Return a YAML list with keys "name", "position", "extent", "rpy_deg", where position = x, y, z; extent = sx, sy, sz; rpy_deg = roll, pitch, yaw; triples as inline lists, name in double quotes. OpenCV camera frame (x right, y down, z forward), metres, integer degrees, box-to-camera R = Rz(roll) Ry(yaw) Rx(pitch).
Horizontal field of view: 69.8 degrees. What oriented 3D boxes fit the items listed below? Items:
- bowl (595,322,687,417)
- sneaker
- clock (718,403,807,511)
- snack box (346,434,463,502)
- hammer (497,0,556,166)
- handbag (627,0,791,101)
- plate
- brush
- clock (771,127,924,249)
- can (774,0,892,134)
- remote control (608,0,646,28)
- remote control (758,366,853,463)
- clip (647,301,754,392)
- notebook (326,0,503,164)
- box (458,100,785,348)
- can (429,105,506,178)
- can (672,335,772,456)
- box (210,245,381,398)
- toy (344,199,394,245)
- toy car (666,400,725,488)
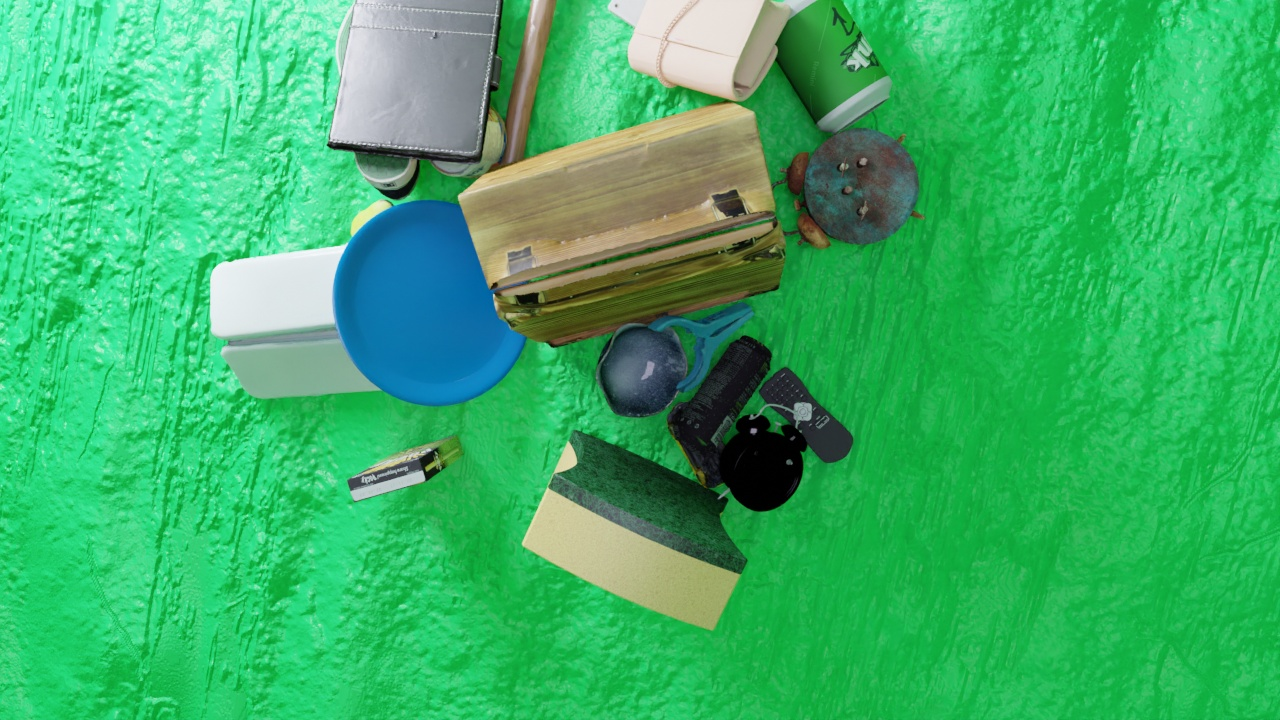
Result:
- name: "bowl"
  position: [-0.006, 0.006, 1.021]
  extent: [0.110, 0.055, 0.110]
  rpy_deg: [-6, 105, -24]
- name: "sneaker"
  position: [-0.284, -0.292, 1.021]
  extent: [0.084, 0.079, 0.235]
  rpy_deg: [-6, 78, -4]
- name: "clock"
  position: [0.137, 0.107, 1.019]
  extent: [0.091, 0.042, 0.121]
  rpy_deg: [18, 97, -26]
- name: "snack box"
  position: [-0.255, 0.117, 1.011]
  extent: [0.080, 0.147, 0.025]
  rpy_deg: [-17, 94, 5]
- name: "hammer"
  position: [-0.115, -0.357, 1.012]
  extent: [0.098, 0.052, 0.328]
  rpy_deg: [15, 99, 3]
- name: "handbag"
  position: [0.026, -0.355, 0.915]
  extent: [0.199, 0.187, 0.116]
  rpy_deg: [30, 95, 38]
- name: "plate"
  position: [-0.226, -0.062, 1.005]
  extent: [0.224, 0.024, 0.224]
  rpy_deg: [1, 88, -32]
- name: "brush"
  position: [-0.004, 0.164, 0.946]
  extent: [0.195, 0.250, 0.075]
  rpy_deg: [24, 96, -2]
- name: "clock"
  position: [0.217, -0.181, 0.987]
  extent: [0.158, 0.073, 0.121]
  rpy_deg: [-14, 94, 6]
- name: "can"
  position: [0.196, -0.317, 0.968]
  extent: [0.088, 0.087, 0.140]
  rpy_deg: [-32, 92, 6]
- name: "remote control"
  position: [0.022, -0.431, 1.008]
  extent: [0.050, 0.011, 0.136]
  rpy_deg: [34, 97, 0]
- name: "remote control"
  position: [0.191, 0.064, 1.043]
  extent: [0.046, 0.009, 0.124]
  rpy_deg: [-43, 91, 7]
- name: "clip"
  position: [0.063, -0.012, 1.004]
  extent: [0.120, 0.033, 0.119]
  rpy_deg: [2, 99, -25]
- name: "notebook"
  position: [-0.233, -0.313, 0.973]
  extent: [0.169, 0.029, 0.208]
  rpy_deg: [5, 79, 0]
- name: "box"
  position: [-0.005, -0.116, 0.920]
  extent: [0.279, 0.258, 0.221]
  rpy_deg: [-13, 106, 4]
- name: "can"
  position: [-0.195, -0.246, 1.014]
  extent: [0.086, 0.043, 0.086]
  rpy_deg: [4, 100, 26]
- name: "can"
  position: [0.091, 0.039, 1.009]
  extent: [0.054, 0.054, 0.137]
  rpy_deg: [36, 77, 0]
- name: "box"
  position: [-0.375, -0.036, 1.031]
  extent: [0.211, 0.084, 0.186]
  rpy_deg: [-3, 104, 9]
- name: "toy"
  position: [-0.299, -0.120, 1.045]
  extent: [0.092, 0.046, 0.115]
  rpy_deg: [41, 104, -1]
- name: "toy car"
  position: [0.068, 0.095, 1.042]
  extent: [0.049, 0.030, 0.107]
  rpy_deg: [-30, 91, -10]
